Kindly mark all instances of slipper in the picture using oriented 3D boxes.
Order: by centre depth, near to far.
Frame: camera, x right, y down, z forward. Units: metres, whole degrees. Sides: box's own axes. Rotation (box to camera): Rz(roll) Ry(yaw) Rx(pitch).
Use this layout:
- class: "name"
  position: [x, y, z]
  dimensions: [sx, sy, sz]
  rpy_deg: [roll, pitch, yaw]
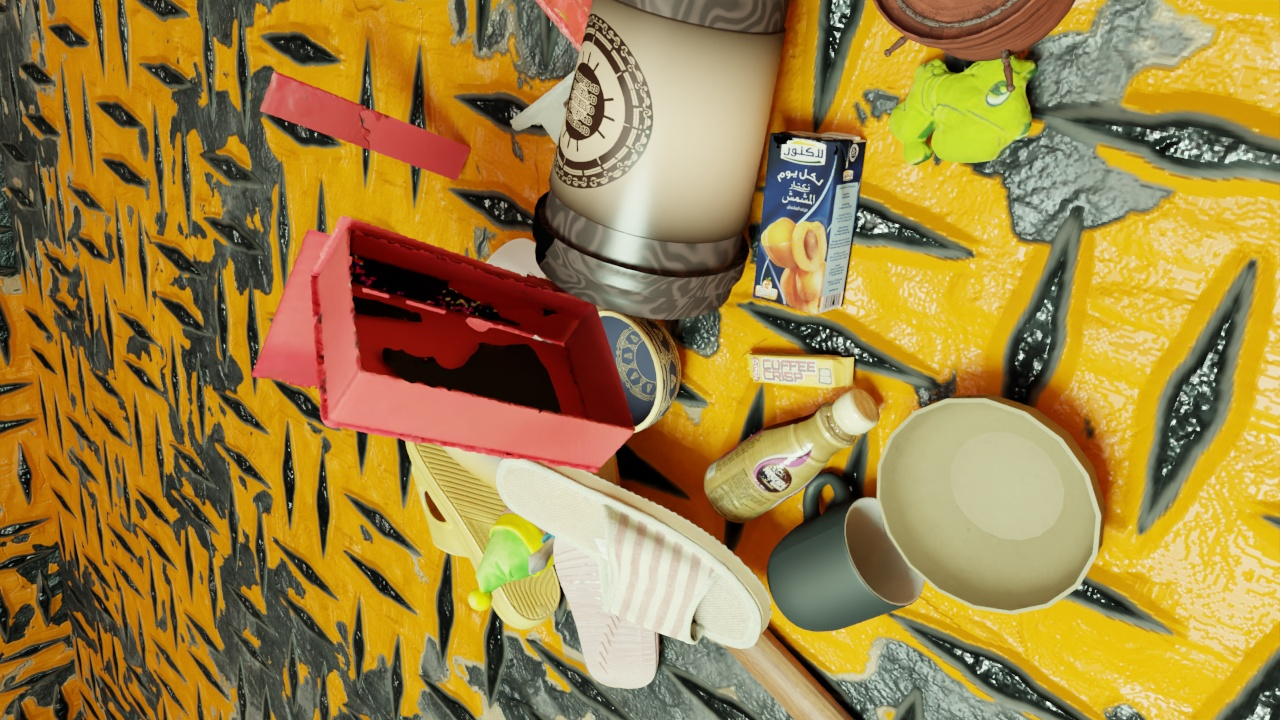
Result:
- class: "slipper"
  position: [-0.018, 0.162, 0.762]
  dimensions: [0.263, 0.052, 0.115]
  rpy_deg: [28, 134, 16]
- class: "slipper"
  position: [-0.023, 0.226, 0.901]
  dimensions: [0.094, 0.064, 0.240]
  rpy_deg: [-1, 125, 9]
- class: "slipper"
  position: [-0.182, 0.181, 1.029]
  dimensions: [0.079, 0.099, 0.263]
  rpy_deg: [-37, 81, 44]

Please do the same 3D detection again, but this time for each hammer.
- class: "hammer"
  position: [0.129, 0.274, 0.807]
  dimensions: [0.301, 0.037, 0.158]
  rpy_deg: [43, 128, 25]

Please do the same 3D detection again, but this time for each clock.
- class: "clock"
  position: [0.208, -0.250, 0.538]
  dimensions: [0.120, 0.072, 0.158]
  rpy_deg: [31, 107, 33]

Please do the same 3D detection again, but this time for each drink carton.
- class: "drink carton"
  position: [0.126, -0.106, 0.694]
  dimensions: [0.064, 0.040, 0.130]
  rpy_deg: [19, 115, 37]

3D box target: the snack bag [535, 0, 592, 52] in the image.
- class: "snack bag"
  position: [-0.039, -0.298, 0.762]
  dimensions: [0.176, 0.082, 0.083]
  rpy_deg: [53, 131, 18]

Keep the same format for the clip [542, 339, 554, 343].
- class: "clip"
  position: [-0.108, 0.039, 0.963]
  dimensions: [0.163, 0.028, 0.112]
  rpy_deg: [-38, 75, 43]

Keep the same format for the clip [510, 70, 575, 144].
- class: "clip"
  position: [-0.076, -0.226, 0.849]
  dimensions: [0.102, 0.056, 0.056]
  rpy_deg: [-21, 64, 45]

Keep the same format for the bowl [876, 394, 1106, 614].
- class: "bowl"
  position: [0.245, 0.093, 0.636]
  dimensions: [0.152, 0.050, 0.152]
  rpy_deg: [14, 112, 40]

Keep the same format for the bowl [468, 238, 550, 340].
- class: "bowl"
  position: [-0.115, -0.058, 0.908]
  dimensions: [0.115, 0.050, 0.114]
  rpy_deg: [-18, 62, 38]

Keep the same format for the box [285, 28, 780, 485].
- class: "box"
  position: [-0.059, -0.091, 0.597]
  dimensions: [0.352, 0.216, 0.197]
  rpy_deg: [-49, 43, 29]

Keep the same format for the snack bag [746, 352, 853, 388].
- class: "snack bag"
  position: [0.126, 0.007, 0.741]
  dimensions: [0.099, 0.020, 0.026]
  rpy_deg: [5, 104, 42]

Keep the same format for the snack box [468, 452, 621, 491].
- class: "snack box"
  position: [-0.121, 0.081, 0.886]
  dimensions: [0.195, 0.080, 0.145]
  rpy_deg: [29, 152, 21]

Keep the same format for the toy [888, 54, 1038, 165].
- class: "toy"
  position: [0.210, -0.165, 0.603]
  dimensions: [0.093, 0.036, 0.094]
  rpy_deg: [51, 129, 31]

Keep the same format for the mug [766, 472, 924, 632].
- class: "mug"
  position: [0.154, 0.146, 0.723]
  dimensions: [0.095, 0.085, 0.121]
  rpy_deg: [-39, 48, 44]

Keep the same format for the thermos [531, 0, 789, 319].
- class: "thermos"
  position: [0.017, -0.168, 0.678]
  dimensions: [0.173, 0.172, 0.227]
  rpy_deg: [34, 126, 31]

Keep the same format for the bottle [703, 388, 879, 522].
- class: "bottle"
  position: [0.121, 0.075, 0.739]
  dimensions: [0.167, 0.059, 0.059]
  rpy_deg: [-41, 74, 41]

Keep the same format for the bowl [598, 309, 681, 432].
- class: "bowl"
  position: [-0.005, 0.005, 0.833]
  dimensions: [0.112, 0.061, 0.112]
  rpy_deg: [14, 112, 40]

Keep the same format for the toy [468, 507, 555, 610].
- class: "toy"
  position: [-0.115, 0.198, 0.945]
  dimensions: [0.124, 0.131, 0.097]
  rpy_deg: [10, 104, 40]
